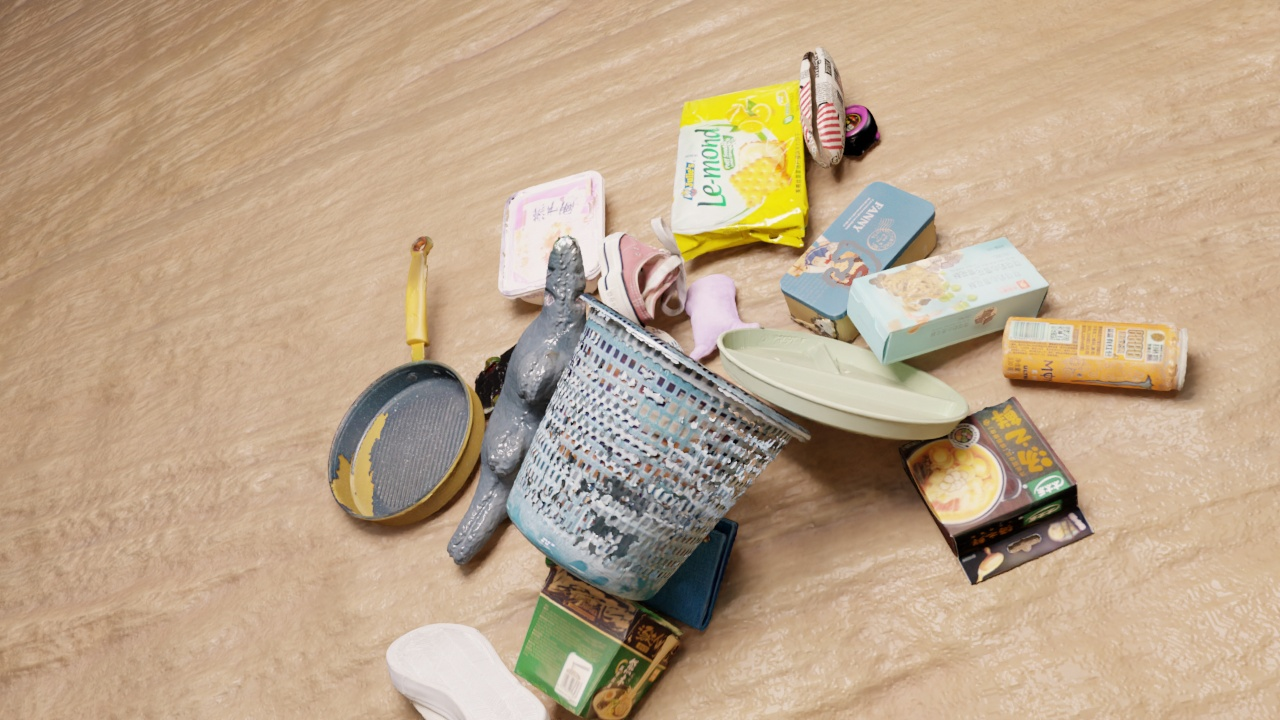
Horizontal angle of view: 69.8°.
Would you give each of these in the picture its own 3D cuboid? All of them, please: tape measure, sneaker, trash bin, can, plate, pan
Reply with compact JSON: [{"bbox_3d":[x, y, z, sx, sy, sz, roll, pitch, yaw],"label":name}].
[{"bbox_3d":[0.250,-0.269,1.082,0.057,0.039,0.057,25,77,44],"label":"tape measure"},{"bbox_3d":[-0.152,0.322,0.841,0.089,0.091,0.243,-25,24,-32],"label":"sneaker"},{"bbox_3d":[0.006,-0.093,0.991,0.088,0.118,0.240,-20,17,6],"label":"sneaker"},{"bbox_3d":[-0.003,0.083,0.779,0.227,0.226,0.195,34,93,37],"label":"trash bin"},{"bbox_3d":[0.404,-0.007,0.824,0.146,0.058,0.058,5,60,27],"label":"can"},{"bbox_3d":[0.179,0.018,0.831,0.230,0.229,0.027,24,111,34],"label":"plate"},{"bbox_3d":[-0.268,0.017,1.073,0.198,0.078,0.356,-9,57,24],"label":"pan"}]

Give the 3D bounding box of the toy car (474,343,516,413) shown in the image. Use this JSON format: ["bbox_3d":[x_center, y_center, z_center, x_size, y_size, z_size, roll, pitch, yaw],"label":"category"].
[{"bbox_3d":[-0.129,0.005,1.057,0.156,0.041,0.071,-36,50,16],"label":"toy car"}]

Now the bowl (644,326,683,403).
[{"bbox_3d":[-0.006,0.006,0.981,0.113,0.062,0.113,-6,56,9],"label":"bowl"}]

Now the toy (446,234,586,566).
[{"bbox_3d":[-0.110,0.041,0.950,0.091,0.137,0.357,24,104,17],"label":"toy"}]

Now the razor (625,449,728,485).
[{"bbox_3d":[0.007,0.108,0.920,0.168,0.067,0.062,3,60,33],"label":"razor"}]

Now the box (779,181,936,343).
[{"bbox_3d":[0.235,-0.107,0.965,0.090,0.062,0.184,33,76,36],"label":"box"}]

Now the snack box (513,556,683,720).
[{"bbox_3d":[-0.042,0.254,0.808,0.118,0.117,0.105,18,71,35],"label":"snack box"}]

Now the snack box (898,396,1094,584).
[{"bbox_3d":[0.306,0.110,0.797,0.113,0.053,0.125,-26,46,6],"label":"snack box"}]

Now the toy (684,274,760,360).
[{"bbox_3d":[0.083,-0.055,1.009,0.084,0.039,0.107,-23,46,14],"label":"toy"}]

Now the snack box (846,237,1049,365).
[{"bbox_3d":[0.293,-0.058,0.881,0.174,0.052,0.074,-16,50,-10],"label":"snack box"}]

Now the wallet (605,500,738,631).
[{"bbox_3d":[0.019,0.180,0.866,0.133,0.040,0.106,16,90,31],"label":"wallet"}]

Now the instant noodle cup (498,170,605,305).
[{"bbox_3d":[-0.101,-0.143,1.137,0.138,0.060,0.173,-13,53,16],"label":"instant noodle cup"}]

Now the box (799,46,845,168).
[{"bbox_3d":[0.205,-0.290,1.055,0.060,0.072,0.164,-1,55,14],"label":"box"}]

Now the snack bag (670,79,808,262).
[{"bbox_3d":[0.123,-0.224,1.088,0.158,0.068,0.245,-6,56,19],"label":"snack bag"}]
